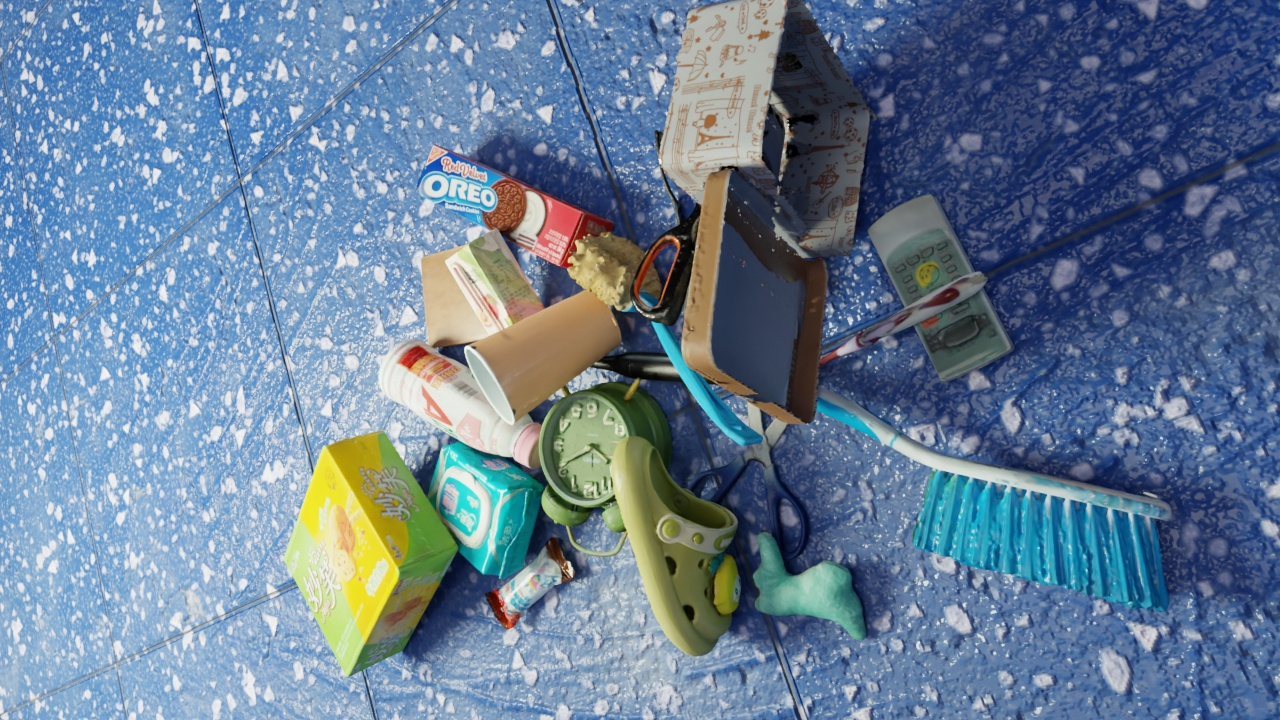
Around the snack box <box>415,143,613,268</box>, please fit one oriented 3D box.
[{"bbox_3d":[-0.125,-0.147,0.882,0.207,0.058,0.057,29,101,30],"label":"snack box"}]

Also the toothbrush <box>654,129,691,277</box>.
[{"bbox_3d":[0.037,-0.115,0.804,0.016,0.014,0.189,-14,82,7],"label":"toothbrush"}]

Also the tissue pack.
[{"bbox_3d":[-0.151,0.141,0.885,0.133,0.050,0.093,25,103,42],"label":"tissue pack"}]

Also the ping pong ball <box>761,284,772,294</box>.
[{"bbox_3d":[0.099,-0.053,0.747,0.040,0.040,0.040,-1,88,32],"label":"ping pong ball"}]

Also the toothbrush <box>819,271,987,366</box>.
[{"bbox_3d":[0.173,-0.019,0.692,0.188,0.017,0.016,-31,74,35],"label":"toothbrush"}]

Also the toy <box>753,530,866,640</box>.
[{"bbox_3d":[0.126,0.178,0.726,0.092,0.030,0.096,-11,102,33],"label":"toy"}]

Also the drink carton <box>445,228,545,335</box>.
[{"bbox_3d":[-0.129,-0.055,0.858,0.054,0.045,0.122,-19,105,51],"label":"drink carton"}]

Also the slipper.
[{"bbox_3d":[0.038,0.145,0.738,0.082,0.091,0.190,-19,98,17],"label":"slipper"}]

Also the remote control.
[{"bbox_3d":[0.221,-0.055,0.681,0.056,0.019,0.135,-30,74,29],"label":"remote control"}]

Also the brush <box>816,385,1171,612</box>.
[{"bbox_3d":[0.209,0.084,0.659,0.315,0.060,0.109,11,89,27],"label":"brush"}]

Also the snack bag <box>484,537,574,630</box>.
[{"bbox_3d":[-0.105,0.215,0.880,0.105,0.026,0.045,-43,60,21],"label":"snack bag"}]

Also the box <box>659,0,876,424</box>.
[{"bbox_3d":[0.088,-0.098,0.643,0.082,0.176,0.259,1,74,33],"label":"box"}]

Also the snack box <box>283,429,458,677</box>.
[{"bbox_3d":[-0.281,0.198,0.935,0.157,0.069,0.211,51,130,23],"label":"snack box"}]

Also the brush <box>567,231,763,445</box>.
[{"bbox_3d":[0.019,-0.022,0.760,0.254,0.083,0.046,54,125,31],"label":"brush"}]

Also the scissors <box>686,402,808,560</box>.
[{"bbox_3d":[0.096,0.087,0.763,0.175,0.012,0.162,-36,69,26],"label":"scissors"}]

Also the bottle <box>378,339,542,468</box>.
[{"bbox_3d":[-0.170,0.046,0.903,0.197,0.068,0.068,27,103,26],"label":"bottle"}]

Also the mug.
[{"bbox_3d":[-0.082,-0.009,0.805,0.122,0.078,0.078,-33,65,-19],"label":"mug"}]

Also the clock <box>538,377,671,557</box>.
[{"bbox_3d":[-0.036,0.094,0.820,0.116,0.056,0.161,1,89,34],"label":"clock"}]

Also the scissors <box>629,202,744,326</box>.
[{"bbox_3d":[0.046,-0.133,0.751,0.148,0.022,0.234,-10,72,9],"label":"scissors"}]

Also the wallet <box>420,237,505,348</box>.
[{"bbox_3d":[-0.179,-0.067,0.938,0.115,0.020,0.101,-7,86,35],"label":"wallet"}]

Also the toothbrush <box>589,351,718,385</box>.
[{"bbox_3d":[-0.005,0.005,0.818,0.213,0.027,0.026,3,120,36],"label":"toothbrush"}]
